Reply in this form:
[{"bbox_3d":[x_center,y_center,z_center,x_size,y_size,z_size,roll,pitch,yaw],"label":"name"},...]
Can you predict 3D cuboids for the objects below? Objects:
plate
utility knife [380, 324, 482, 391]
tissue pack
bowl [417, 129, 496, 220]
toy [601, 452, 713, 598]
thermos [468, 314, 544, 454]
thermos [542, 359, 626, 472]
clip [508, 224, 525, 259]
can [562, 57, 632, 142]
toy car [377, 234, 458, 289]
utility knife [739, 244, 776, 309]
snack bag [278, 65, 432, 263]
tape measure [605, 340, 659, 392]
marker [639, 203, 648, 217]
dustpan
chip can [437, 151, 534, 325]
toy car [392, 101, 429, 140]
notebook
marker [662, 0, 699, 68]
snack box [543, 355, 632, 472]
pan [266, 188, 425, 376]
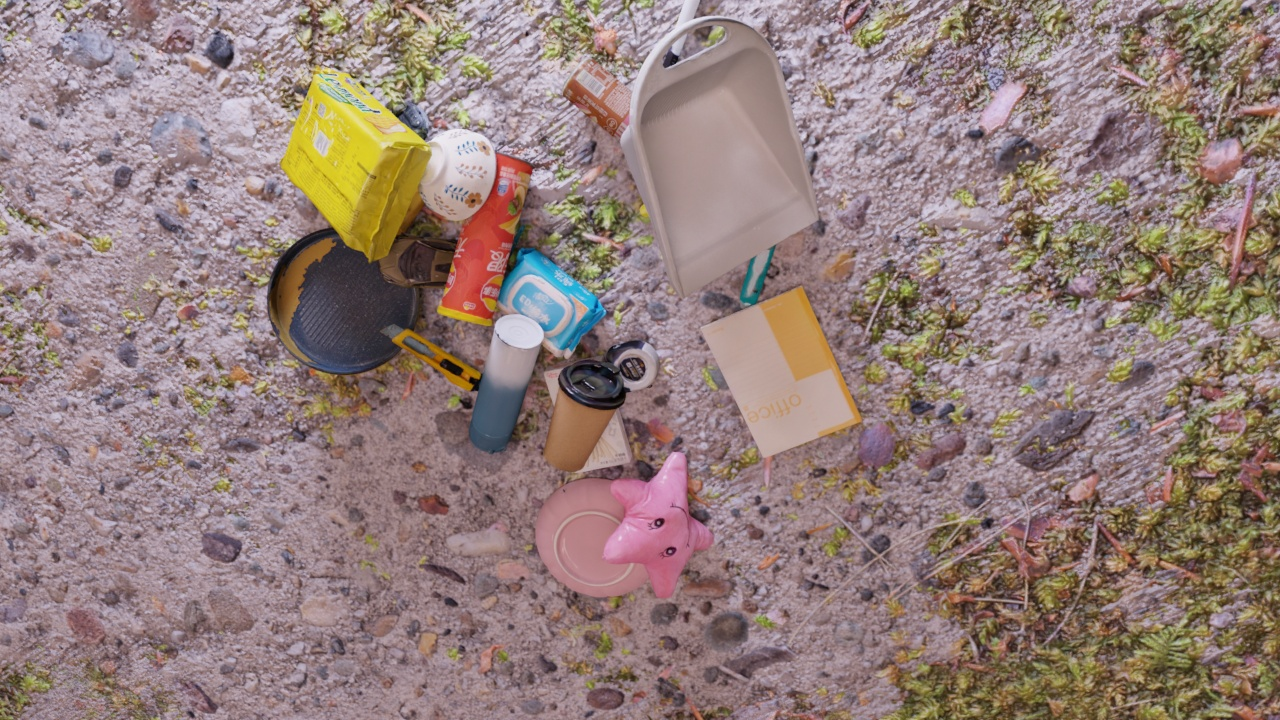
[{"bbox_3d":[-0.063,0.265,1.330,0.192,0.039,0.192,3,108,8],"label":"plate"},{"bbox_3d":[-0.279,-0.002,1.249,0.173,0.015,0.033,36,86,-36],"label":"utility knife"},{"bbox_3d":[-0.124,-0.076,1.216,0.140,0.063,0.090,39,110,-4],"label":"tissue pack"},{"bbox_3d":[-0.238,-0.234,1.130,0.114,0.062,0.113,-7,79,35],"label":"bowl"},{"bbox_3d":[0.019,0.239,1.260,0.075,0.178,0.195,5,117,56],"label":"toy"},{"bbox_3d":[-0.186,0.037,1.232,0.070,0.070,0.221,24,131,1],"label":"thermos"},{"bbox_3d":[-0.079,0.074,1.220,0.093,0.092,0.143,23,118,1],"label":"thermos"},{"bbox_3d":[-0.173,-0.160,1.223,0.046,0.014,0.057,28,111,-2],"label":"clip"},{"bbox_3d":[-0.024,-0.304,1.127,0.147,0.057,0.058,39,110,-4],"label":"can"},{"bbox_3d":[-0.263,-0.125,1.201,0.158,0.042,0.070,1,106,-30],"label":"toy car"},{"bbox_3d":[0.158,-0.135,1.176,0.029,0.013,0.160,18,111,4],"label":"utility knife"},{"bbox_3d":[-0.367,-0.251,1.143,0.246,0.068,0.158,42,113,30],"label":"snack bag"},{"bbox_3d":[-0.007,0.007,1.240,0.066,0.033,0.066,-12,107,15],"label":"tape measure"},{"bbox_3d":[0.056,-0.214,1.168,0.124,0.015,0.018,-24,103,13],"label":"marker"},{"bbox_3d":[0.092,-0.242,1.047,0.222,0.143,0.258,-31,94,-17],"label":"dustpan"},{"bbox_3d":[-0.195,-0.154,1.168,0.073,0.073,0.216,16,91,4],"label":"chip can"},{"bbox_3d":[-0.324,-0.282,1.193,0.121,0.036,0.054,-39,75,12],"label":"toy car"},{"bbox_3d":[0.187,0.019,1.220,0.146,0.010,0.206,-22,105,15],"label":"notebook"},{"bbox_3d":[0.051,-0.402,1.103,0.018,0.022,0.131,24,111,7],"label":"marker"},{"bbox_3d":[-0.072,0.076,1.277,0.085,0.026,0.157,-12,106,13],"label":"snack box"},{"bbox_3d":[-0.349,-0.144,1.221,0.197,0.078,0.357,35,88,-8],"label":"pan"}]
